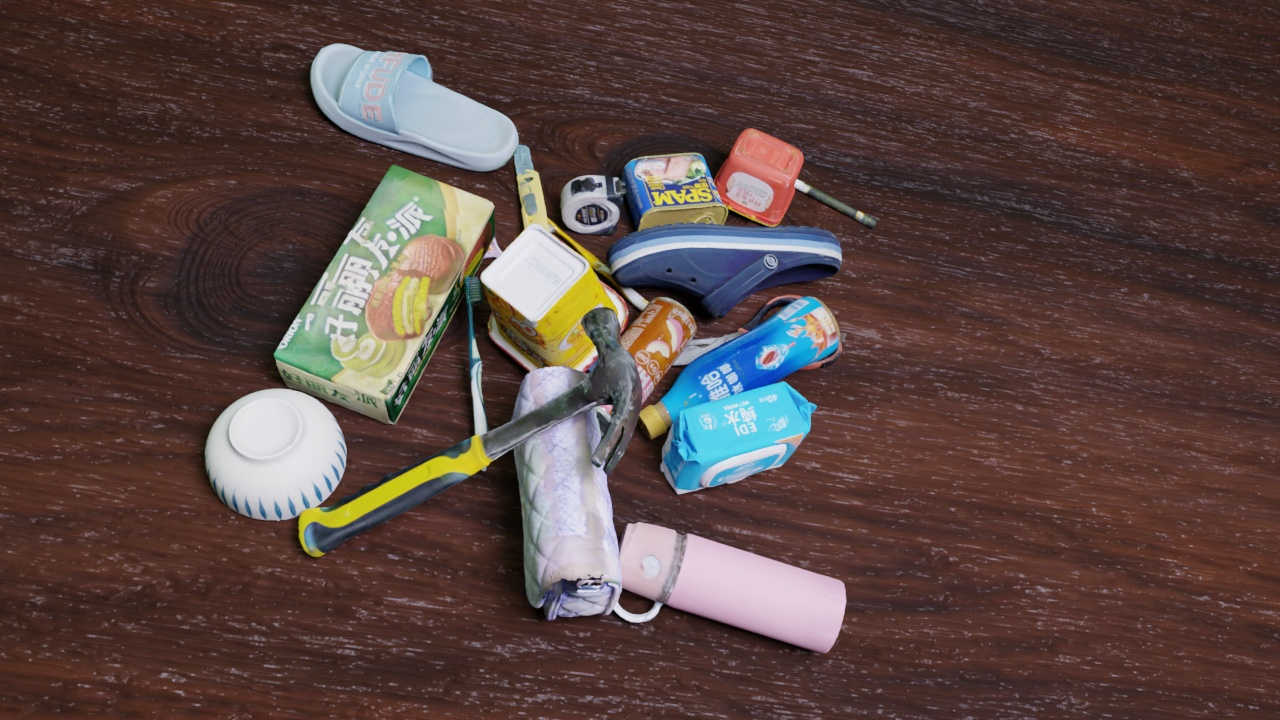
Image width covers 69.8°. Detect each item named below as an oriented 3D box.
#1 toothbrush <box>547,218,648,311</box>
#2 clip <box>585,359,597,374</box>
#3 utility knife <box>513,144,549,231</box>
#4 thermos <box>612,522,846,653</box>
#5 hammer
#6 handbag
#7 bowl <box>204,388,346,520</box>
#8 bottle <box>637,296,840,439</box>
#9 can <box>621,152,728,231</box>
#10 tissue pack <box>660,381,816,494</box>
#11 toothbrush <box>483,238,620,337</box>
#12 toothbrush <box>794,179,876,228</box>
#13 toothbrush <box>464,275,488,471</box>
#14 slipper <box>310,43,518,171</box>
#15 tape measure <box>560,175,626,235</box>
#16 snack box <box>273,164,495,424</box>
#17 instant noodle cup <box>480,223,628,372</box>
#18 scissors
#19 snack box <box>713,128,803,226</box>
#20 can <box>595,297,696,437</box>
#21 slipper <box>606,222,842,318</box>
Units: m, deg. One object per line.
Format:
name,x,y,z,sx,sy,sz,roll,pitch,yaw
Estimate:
toothbrush,-0.047,-0.097,0.979,0.191,0.016,0.018,41,71,13
clip,-0.059,-0.003,0.921,0.058,0.041,0.026,38,61,13
utility knife,-0.120,-0.171,1.000,0.031,0.021,0.198,-11,49,-3
thermos,0.072,0.205,0.801,0.198,0.067,0.087,16,88,-2
hammer,-0.142,0.081,0.741,0.324,0.032,0.126,-28,57,13
handbag,-0.066,0.118,0.779,0.075,0.134,0.193,-4,60,-14
bowl,-0.317,0.073,0.793,0.116,0.066,0.116,5,59,-9
bottle,0.095,0.012,0.908,0.218,0.065,0.065,-30,70,-14
can,0.035,-0.182,1.022,0.102,0.057,0.083,-8,60,-17
tissue pack,0.089,0.075,0.861,0.140,0.090,0.063,-13,65,-18
toothbrush,-0.094,-0.071,0.951,0.189,0.029,0.021,36,15,10
toothbrush,0.196,-0.202,1.093,0.186,0.012,0.017,29,64,6
toothbrush,-0.152,0.010,0.867,0.018,0.016,0.191,-8,76,6
slipper,-0.251,-0.286,1.014,0.245,0.074,0.103,23,59,0
tape measure,-0.053,-0.168,0.989,0.066,0.066,0.033,2,55,-13
snack box,-0.238,-0.067,0.883,0.114,0.063,0.239,21,64,3
instant noodle cup,-0.086,-0.056,0.865,0.116,0.124,0.116,38,77,20
scissors,0.109,-0.028,0.972,0.205,0.015,0.196,27,60,5
snack box,0.134,-0.209,1.044,0.091,0.080,0.081,26,59,4
can,-0.005,0.005,0.893,0.058,0.058,0.147,34,63,9
slipper,0.088,-0.089,0.958,0.252,0.105,0.095,-3,78,-12
